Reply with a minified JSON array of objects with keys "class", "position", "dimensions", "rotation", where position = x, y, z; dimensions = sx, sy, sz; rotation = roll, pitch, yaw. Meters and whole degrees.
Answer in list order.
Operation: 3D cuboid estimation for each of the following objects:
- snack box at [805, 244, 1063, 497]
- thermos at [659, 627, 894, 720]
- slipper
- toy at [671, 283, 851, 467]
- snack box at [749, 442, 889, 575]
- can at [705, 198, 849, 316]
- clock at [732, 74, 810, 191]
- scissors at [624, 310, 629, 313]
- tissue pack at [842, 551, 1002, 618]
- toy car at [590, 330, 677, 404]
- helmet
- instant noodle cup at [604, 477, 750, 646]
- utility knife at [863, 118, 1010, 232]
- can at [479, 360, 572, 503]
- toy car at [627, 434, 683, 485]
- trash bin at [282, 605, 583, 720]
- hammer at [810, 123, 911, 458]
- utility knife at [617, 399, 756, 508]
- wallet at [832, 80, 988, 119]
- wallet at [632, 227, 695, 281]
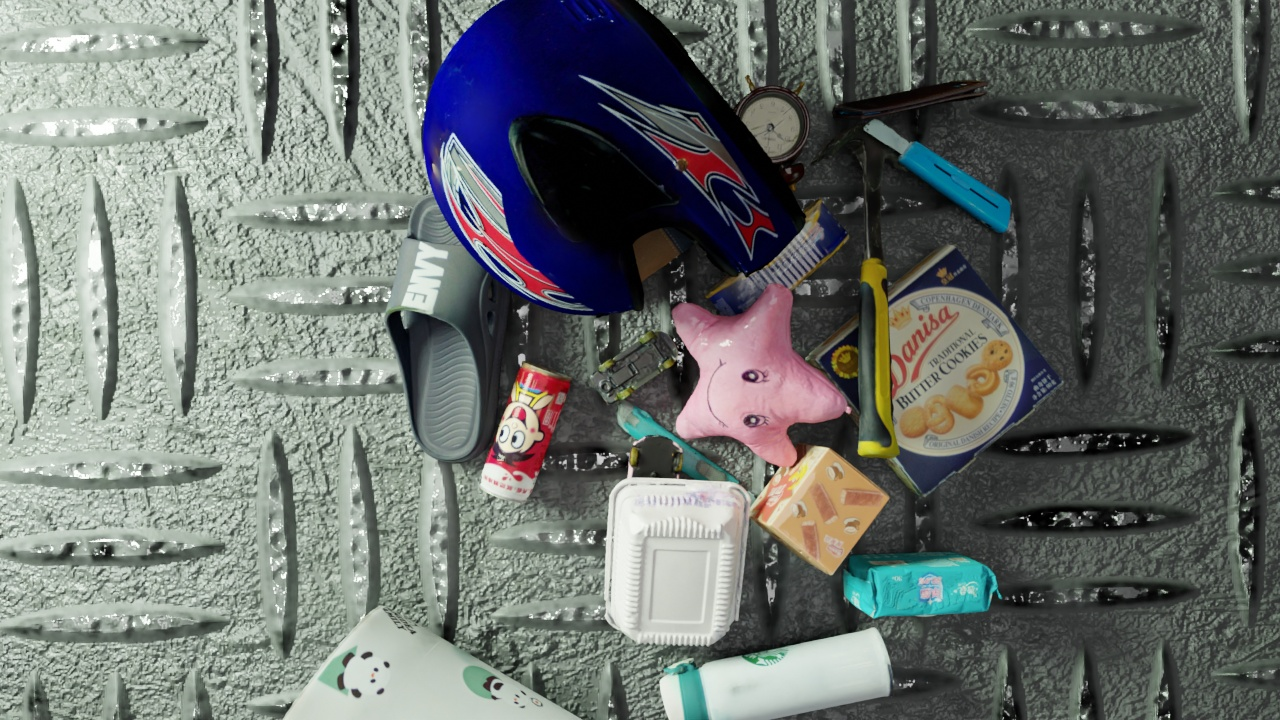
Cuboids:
[{"class":"snack box","position":[0.292,0.011,0.920],"dimensions":[0.178,0.046,0.182],"rotation":[-40,92,0]},{"class":"thermos","position":[0.132,0.319,0.914],"dimensions":[0.224,0.073,0.073],"rotation":[-11,91,0]},{"class":"slipper","position":[-0.188,-0.029,0.882],"dimensions":[0.111,0.083,0.268],"rotation":[2,95,13]},{"class":"toy","position":[0.112,0.015,0.860],"dimensions":[0.179,0.074,0.195],"rotation":[13,123,22]},{"class":"snack box","position":[0.169,0.141,0.891],"dimensions":[0.077,0.093,0.094],"rotation":[39,84,-5]},{"class":"can","position":[0.135,-0.093,0.901],"dimensions":[0.148,0.074,0.049],"rotation":[-41,94,-1]},{"class":"clock","position":[0.125,-0.215,0.906],"dimensions":[0.082,0.055,0.122],"rotation":[7,93,-2]},{"class":"scissors","position":[-0.087,-0.133,0.902],"dimensions":[0.235,0.021,0.143],"rotation":[18,86,8]},{"class":"tissue pack","position":[0.274,0.219,0.901],"dimensions":[0.133,0.093,0.050],"rotation":[-2,87,-1]},{"class":"toy car","position":[-0.005,0.005,0.919],"dimensions":[0.090,0.035,0.042],"rotation":[-34,93,-6]},{"class":"helmet","position":[-0.040,-0.155,0.788],"dimensions":[0.240,0.247,0.315],"rotation":[-42,109,9]},{"class":"instant noodle cup","position":[0.035,0.204,0.887],"dimensions":[0.138,0.060,0.174],"rotation":[2,110,-2]},{"class":"utility knife","position":[0.292,-0.183,0.898],"dimensions":[0.194,0.018,0.034],"rotation":[26,82,-21]},{"class":"can","position":[-0.114,0.071,0.909],"dimensions":[0.053,0.053,0.133],"rotation":[20,91,-2]},{"class":"toy car","position":[0.010,0.134,0.921],"dimensions":[0.056,0.037,0.122],"rotation":[8,94,-6]},{"class":"trash bin","position":[-0.191,0.372,0.839],"dimensions":[0.252,0.229,0.229],"rotation":[33,90,3]},{"class":"hammer","position":[0.216,-0.071,0.862],"dimensions":[0.126,0.032,0.323],"rotation":[9,76,-29]},{"class":"utility knife","position":[0.066,0.111,0.934],"dimensions":[0.223,0.013,0.029],"rotation":[35,89,-2]},{"class":"wallet","position":[0.258,-0.250,0.889],"dimensions":[0.122,0.096,0.020],"rotation":[-12,104,-1]},{"class":"wallet","position":[-0.013,-0.121,0.919],"dimensions":[0.115,0.033,0.090],"rotation":[-38,89,1]}]
